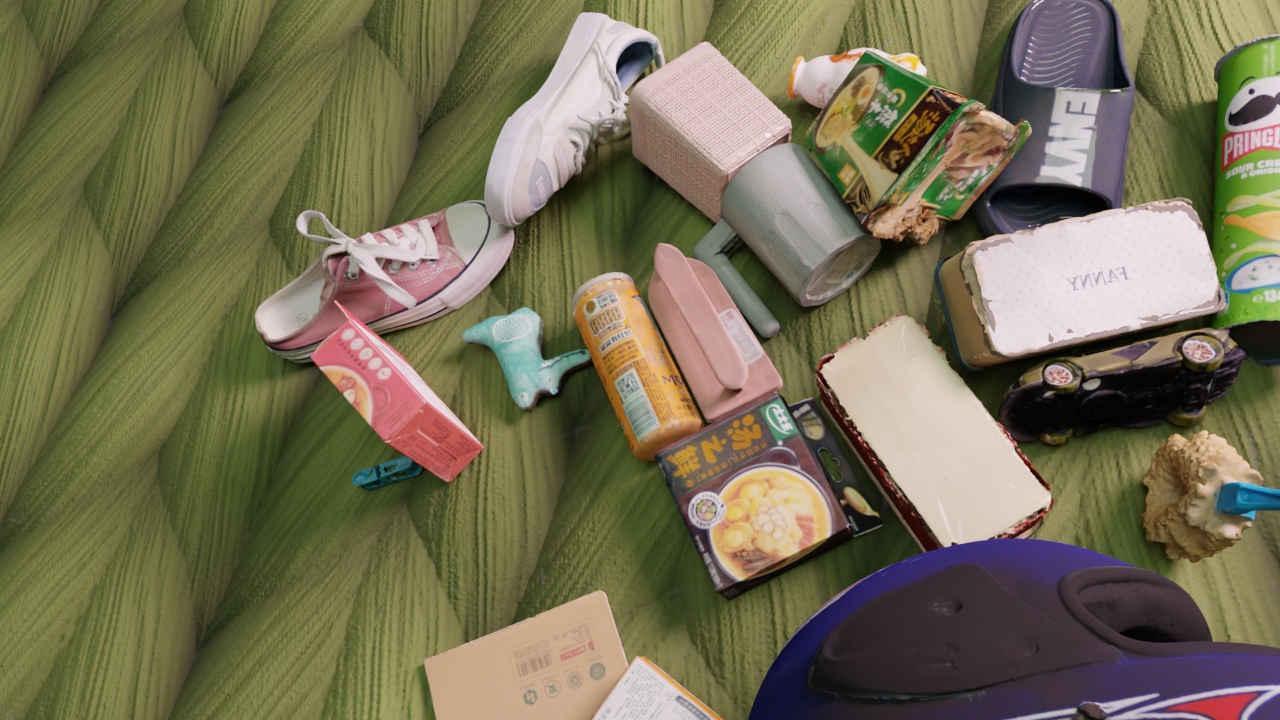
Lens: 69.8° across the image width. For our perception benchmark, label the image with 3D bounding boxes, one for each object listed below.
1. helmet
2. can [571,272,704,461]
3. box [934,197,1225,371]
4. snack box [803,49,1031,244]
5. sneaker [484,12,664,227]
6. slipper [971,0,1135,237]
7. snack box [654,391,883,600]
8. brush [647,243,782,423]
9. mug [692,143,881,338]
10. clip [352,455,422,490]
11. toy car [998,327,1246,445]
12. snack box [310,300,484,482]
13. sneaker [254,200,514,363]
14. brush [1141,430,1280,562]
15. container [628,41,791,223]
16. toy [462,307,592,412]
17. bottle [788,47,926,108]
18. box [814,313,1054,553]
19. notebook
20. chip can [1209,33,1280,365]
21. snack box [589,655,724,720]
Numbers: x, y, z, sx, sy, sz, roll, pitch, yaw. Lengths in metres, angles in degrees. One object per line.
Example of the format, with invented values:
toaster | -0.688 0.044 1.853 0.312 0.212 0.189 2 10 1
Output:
helmet | 0.205 0.209 0.469 0.316 0.247 0.240 -22 28 10
can | -0.004 0.004 0.715 0.058 0.058 0.146 -26 63 2
box | 0.292 -0.050 0.629 0.184 0.059 0.089 -10 82 -2
snack box | 0.196 -0.165 0.682 0.105 0.118 0.118 53 123 28
sneaker | -0.050 -0.206 0.805 0.091 0.090 0.241 18 63 14
slipper | 0.323 -0.199 0.712 0.111 0.083 0.267 7 67 19
snack box | 0.091 0.093 0.662 0.126 0.053 0.113 -29 63 6
brush | 0.050 -0.025 0.708 0.063 0.073 0.145 -27 62 2
mug | 0.112 -0.091 0.725 0.124 0.083 0.103 -46 62 21
clip | -0.207 0.092 0.749 0.056 0.043 0.014 -18 63 10
toy car | 0.322 0.017 0.622 0.158 0.070 0.042 -11 46 8
snack box | -0.195 0.027 0.722 0.044 0.113 0.127 -45 64 -7
sneaker | -0.227 -0.078 0.789 0.241 0.088 0.118 -25 64 -1
brush | 0.351 0.075 0.498 0.046 0.255 0.083 16 82 2
container | 0.061 -0.185 0.762 0.089 0.090 0.111 -36 66 -15
toy | -0.091 -0.003 0.758 0.096 0.030 0.092 -21 68 -4
bottle | 0.180 -0.230 0.769 0.108 0.063 0.063 14 71 19
box | 0.199 0.054 0.631 0.091 0.080 0.168 -31 64 0
notebook | -0.062 0.283 0.636 0.148 0.008 0.207 -23 64 3
chip can | 0.446 -0.115 0.649 0.072 0.072 0.235 8 70 17
snack box | -0.017 0.281 0.605 0.075 0.026 0.153 33 77 24
